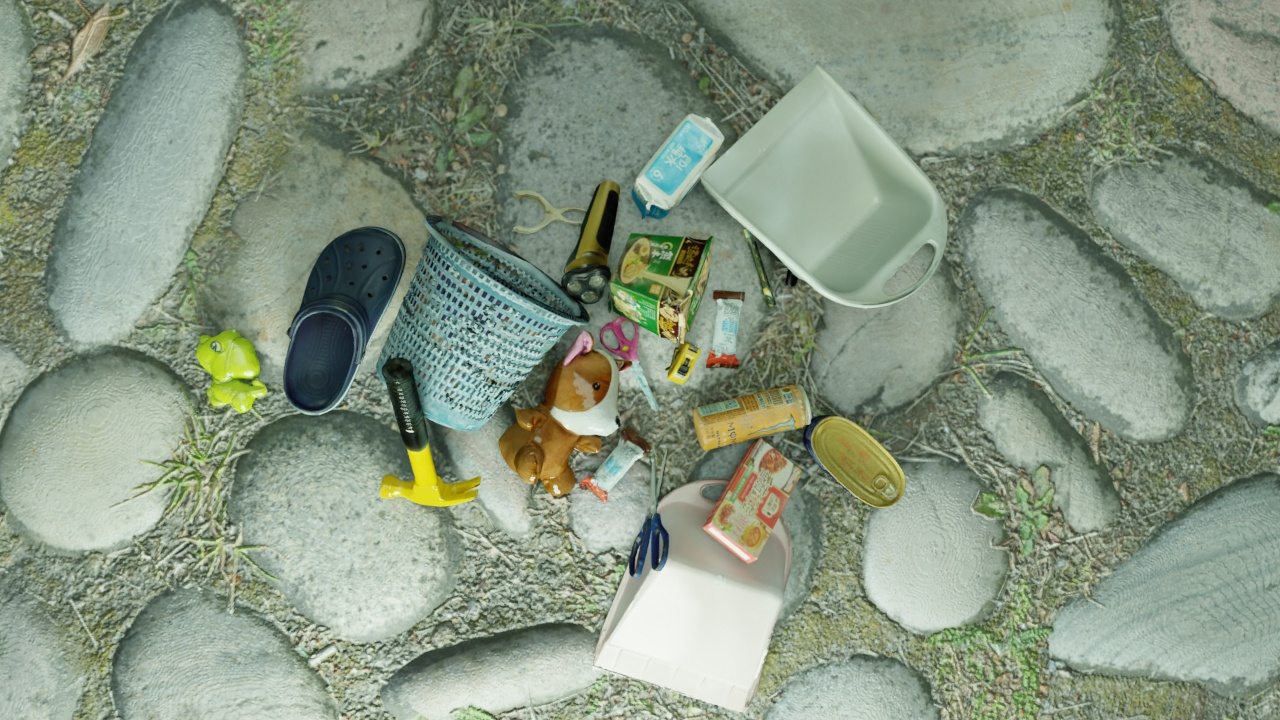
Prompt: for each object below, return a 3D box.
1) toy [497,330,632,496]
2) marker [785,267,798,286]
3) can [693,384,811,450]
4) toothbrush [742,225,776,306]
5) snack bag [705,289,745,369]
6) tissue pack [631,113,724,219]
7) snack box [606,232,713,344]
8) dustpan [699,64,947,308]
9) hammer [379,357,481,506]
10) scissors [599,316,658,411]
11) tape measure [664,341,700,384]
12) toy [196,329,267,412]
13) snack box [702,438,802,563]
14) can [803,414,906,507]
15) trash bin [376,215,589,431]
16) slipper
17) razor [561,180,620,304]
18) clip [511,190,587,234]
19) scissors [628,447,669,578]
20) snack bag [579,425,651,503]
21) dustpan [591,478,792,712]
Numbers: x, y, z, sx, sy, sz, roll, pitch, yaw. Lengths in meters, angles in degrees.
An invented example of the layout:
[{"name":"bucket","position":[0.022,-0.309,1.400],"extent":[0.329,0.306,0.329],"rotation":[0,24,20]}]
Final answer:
[{"name":"toy","position":[-0.086,0.068,1.145],"extent":[0.130,0.140,0.199],"rotation":[28,84,27]},{"name":"marker","position":[0.211,-0.159,1.219],"extent":[0.018,0.015,0.124],"rotation":[11,91,-6]},{"name":"can","position":[0.144,0.073,1.194],"extent":[0.146,0.058,0.058],"rotation":[-13,91,-4]},{"name":"toothbrush","position":[0.149,-0.160,1.214],"extent":[0.012,0.017,0.186],"rotation":[-20,93,-41]},{"name":"snack bag","position":[0.112,-0.040,1.207],"extent":[0.048,0.026,0.104],"rotation":[3,89,-11]},{"name":"tissue pack","position":[0.046,-0.243,1.168],"extent":[0.063,0.090,0.140],"rotation":[39,87,-3]},{"name":"snack box","position":[0.024,-0.100,1.153],"extent":[0.105,0.118,0.117],"rotation":[18,68,8]},{"name":"dustpan","position":[0.251,-0.197,1.139],"extent":[0.222,0.143,0.258],"rotation":[-44,116,-7]},{"name":"hammer","position":[-0.258,0.094,1.062],"extent":[0.129,0.301,0.032],"rotation":[7,55,0]},{"name":"scissors","position":[-0.007,0.007,1.204],"extent":[0.054,0.017,0.133],"rotation":[-26,96,3]},{"name":"tape measure","position":[0.053,0.001,1.186],"extent":[0.029,0.060,0.057],"rotation":[24,94,-6]},{"name":"toy","position":[-0.514,0.011,1.155],"extent":[0.096,0.031,0.100],"rotation":[16,94,-4]},{"name":"snack box","position":[0.145,0.177,1.173],"extent":[0.075,0.026,0.152],"rotation":[39,54,-3]},{"name":"can","position":[0.281,0.132,1.210],"extent":[0.148,0.049,0.074],"rotation":[42,87,-4]},{"name":"trash bin","position":[-0.207,-0.033,1.103],"extent":[0.226,0.226,0.195],"rotation":[34,100,-4]},{"name":"slipper","position":[-0.379,-0.053,1.136],"extent":[0.105,0.095,0.253],"rotation":[23,92,-7]},{"name":"razor","position":[-0.054,-0.153,1.158],"extent":[0.062,0.068,0.167],"rotation":[34,59,-40]},{"name":"clip","position":[-0.125,-0.178,1.185],"extent":[0.102,0.035,0.094],"rotation":[27,84,-12]},{"name":"scissors","position":[0.019,0.194,1.153],"extent":[0.012,0.155,0.166],"rotation":[18,98,-22]},{"name":"snack bag","position":[-0.033,0.137,1.196],"extent":[0.045,0.026,0.105],"rotation":[40,86,5]},{"name":"dustpan","position":[0.086,0.303,1.217],"extent":[0.222,0.138,0.274],"rotation":[21,117,-6]}]
